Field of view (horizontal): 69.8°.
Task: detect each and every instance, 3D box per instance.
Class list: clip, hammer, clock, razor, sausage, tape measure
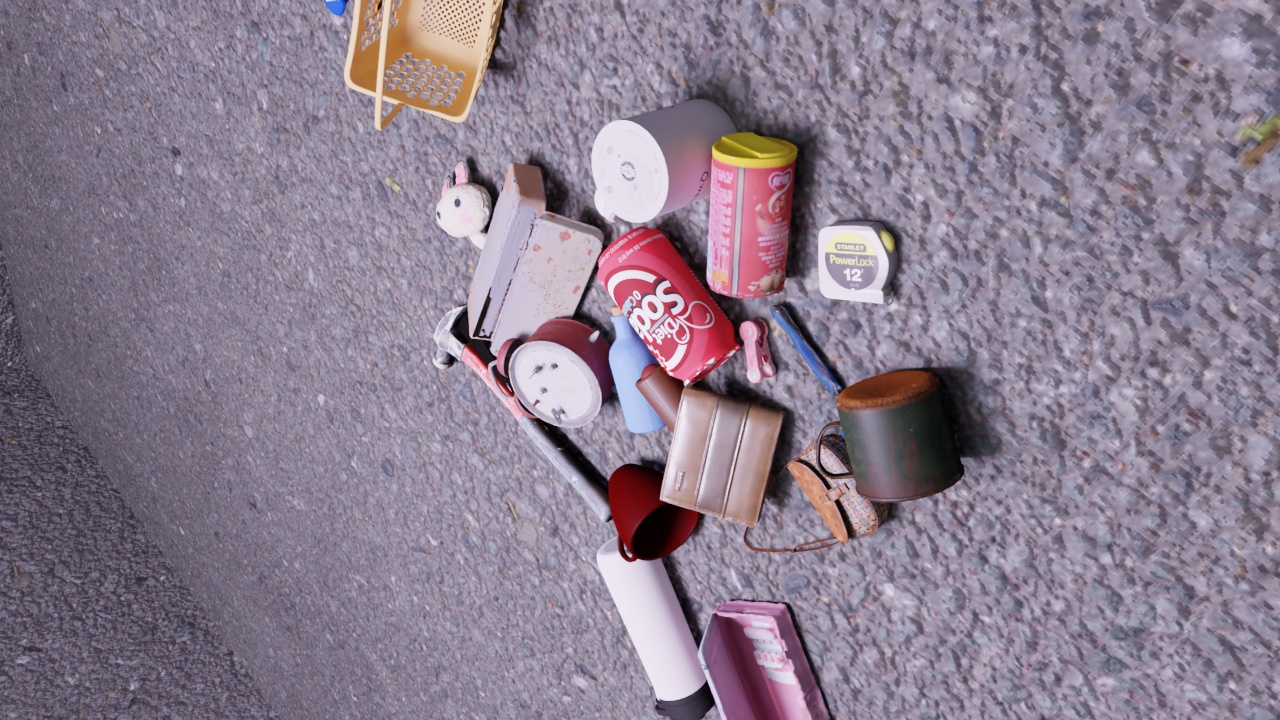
[{"bbox_3d":[0.109,-0.009,0.830,0.023,0.044,0.060,-5,80,43],"label":"clip"},{"bbox_3d":[-0.136,0.061,1.103,0.326,0.036,0.141,46,138,16],"label":"hammer"},{"bbox_3d":[-0.101,0.020,0.991,0.157,0.061,0.110,-7,119,32],"label":"clock"},{"bbox_3d":[0.155,0.010,0.792,0.141,0.018,0.044,59,175,6],"label":"razor"},{"bbox_3d":[0.053,0.067,0.897,0.155,0.040,0.040,51,139,-5],"label":"sausage"},{"bbox_3d":[0.172,-0.077,0.727,0.064,0.016,0.065,11,119,42],"label":"tape measure"}]

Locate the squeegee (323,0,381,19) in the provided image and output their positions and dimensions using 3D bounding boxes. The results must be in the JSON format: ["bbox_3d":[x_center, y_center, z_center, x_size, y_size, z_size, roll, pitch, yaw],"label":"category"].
[{"bbox_3d":[-0.267,-0.392,0.887,0.055,0.184,0.250,22,140,-16],"label":"squeegee"}]

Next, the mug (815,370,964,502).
[{"bbox_3d":[0.190,0.060,0.727,0.111,0.084,0.081,-12,102,24],"label":"mug"}]

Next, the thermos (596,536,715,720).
[{"bbox_3d":[0.013,0.312,1.069,0.101,0.068,0.230,-10,105,56],"label":"thermos"}]

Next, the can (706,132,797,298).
[{"bbox_3d":[0.090,-0.117,0.751,0.067,0.066,0.124,24,127,35],"label":"can"}]

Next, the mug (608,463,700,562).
[{"bbox_3d":[-0.001,0.163,0.986,0.088,0.087,0.114,47,122,42],"label":"mug"}]

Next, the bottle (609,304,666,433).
[{"bbox_3d":[-0.006,0.005,0.929,0.048,0.047,0.131,1,112,45],"label":"bottle"}]

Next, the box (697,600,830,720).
[{"bbox_3d":[0.129,0.378,0.955,0.100,0.106,0.232,-10,104,47],"label":"box"}]

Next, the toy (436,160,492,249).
[{"bbox_3d":[-0.195,-0.165,1.031,0.087,0.050,0.112,-13,97,48],"label":"toy"}]

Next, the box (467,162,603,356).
[{"bbox_3d":[-0.117,-0.097,0.995,0.218,0.095,0.114,120,144,-44],"label":"box"}]

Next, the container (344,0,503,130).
[{"bbox_3d":[-0.198,-0.317,0.838,0.129,0.166,0.184,19,130,-3],"label":"container"}]

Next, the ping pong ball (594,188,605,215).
[{"bbox_3d":[-0.023,-0.152,0.865,0.040,0.040,0.040,23,126,35],"label":"ping pong ball"}]

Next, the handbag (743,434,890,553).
[{"bbox_3d":[0.145,0.144,0.864,0.093,0.043,0.196,56,142,9],"label":"handbag"}]

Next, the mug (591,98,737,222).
[{"bbox_3d":[0.013,-0.160,0.782,0.083,0.096,0.120,55,139,7],"label":"mug"}]

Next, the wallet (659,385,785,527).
[{"bbox_3d":[0.077,0.091,0.865,0.099,0.026,0.121,15,108,10],"label":"wallet"}]

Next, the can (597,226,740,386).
[{"bbox_3d":[0.025,-0.051,0.847,0.142,0.074,0.075,54,138,9],"label":"can"}]
